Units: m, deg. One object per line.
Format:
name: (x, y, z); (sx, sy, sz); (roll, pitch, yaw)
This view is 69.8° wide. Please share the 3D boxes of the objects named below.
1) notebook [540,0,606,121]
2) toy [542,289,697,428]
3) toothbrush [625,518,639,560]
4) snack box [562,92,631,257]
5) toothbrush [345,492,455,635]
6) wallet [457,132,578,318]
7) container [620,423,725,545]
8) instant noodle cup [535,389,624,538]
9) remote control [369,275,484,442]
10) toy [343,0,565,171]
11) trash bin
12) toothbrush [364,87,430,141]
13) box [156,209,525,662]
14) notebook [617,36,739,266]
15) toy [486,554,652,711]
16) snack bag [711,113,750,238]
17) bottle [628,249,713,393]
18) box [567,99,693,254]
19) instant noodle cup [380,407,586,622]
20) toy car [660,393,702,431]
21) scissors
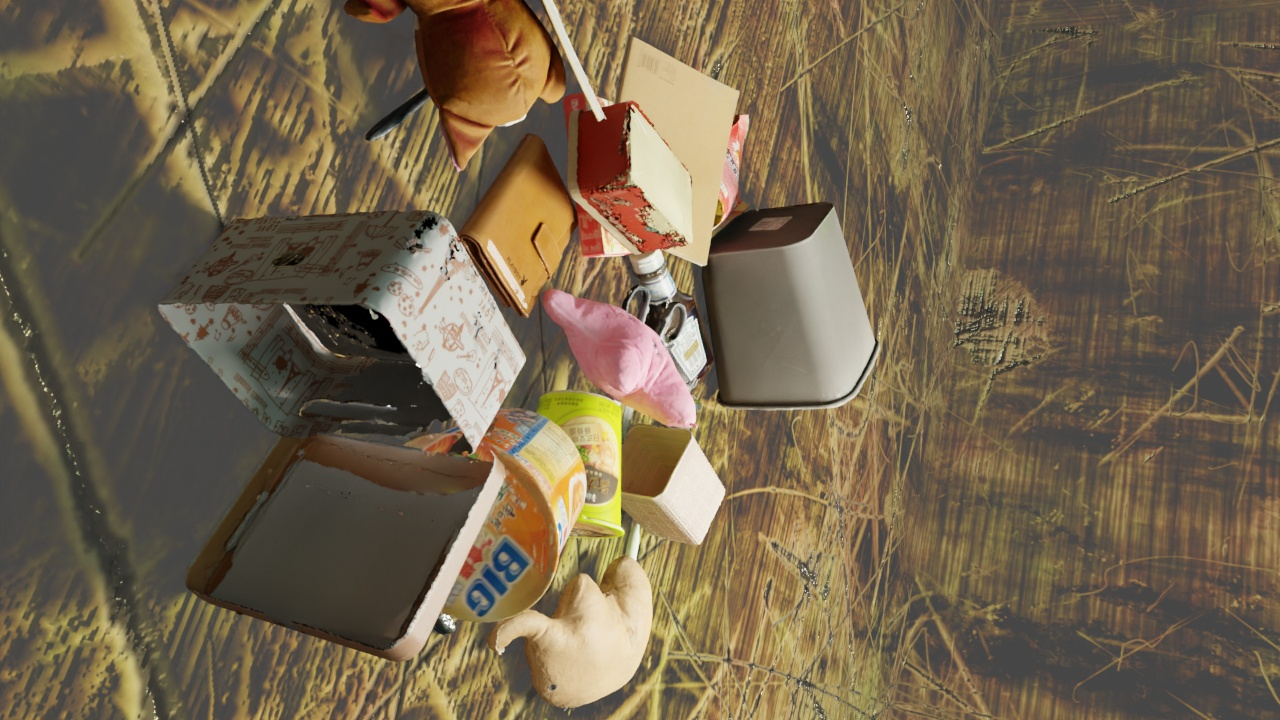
notebook: (-0.079, -0.297, 0.726); (0.206, 0.010, 0.146); (-110, 174, -45)
toy: (-0.005, 0.005, 0.886); (0.075, 0.178, 0.194); (-46, 162, 9)
toothbrush: (-0.008, 0.224, 1.059); (0.029, 0.020, 0.189); (64, 37, -74)
snack box: (-0.041, -0.178, 0.892); (0.075, 0.025, 0.153); (-21, 105, -68)
toothbrush: (-0.188, 0.161, 0.723); (0.014, 0.017, 0.189); (-64, 144, -43)
wallet: (-0.104, -0.119, 0.817); (0.131, 0.031, 0.108); (-64, 144, -32)
container: (0.029, 0.141, 1.018); (0.111, 0.090, 0.089); (55, 53, -38)
instant noodle cup: (-0.064, 0.096, 0.856); (0.111, 0.112, 0.123); (38, 53, -57)
remote control: (-0.166, -0.008, 0.729); (0.058, 0.021, 0.149); (57, 46, -49)
toy: (-0.134, -0.250, 0.654); (0.140, 0.130, 0.200); (-40, 123, -17)
trash bin: (0.188, -0.075, 1.206); (0.198, 0.199, 0.220); (-47, 127, -50)
toothbrush: (-0.157, -0.212, 0.717); (0.180, 0.016, 0.018); (-56, 149, -43)
box: (-0.190, 0.031, 0.528); (0.204, 0.181, 0.158); (-66, 148, -31)
notebook: (0.031, -0.226, 0.997); (0.149, 0.012, 0.211); (17, 78, -32)
toy: (-0.063, 0.279, 0.915); (0.225, 0.083, 0.143); (-2, 91, -58)
snack bag: (0.097, -0.220, 1.140); (0.207, 0.073, 0.129); (-51, 141, -54)
bottle: (0.032, -0.051, 1.063); (0.079, 0.044, 0.195); (-51, 137, -31)
box: (0.002, -0.165, 0.855); (0.168, 0.077, 0.091); (31, 56, -64)
instant noodle cup: (-0.116, 0.109, 0.716); (0.111, 0.151, 0.151); (-44, 133, -68)
toy car: (0.046, 0.079, 1.110); (0.035, 0.042, 0.090); (28, 63, -11)
scissors: (0.000, 0.001, 1.002); (0.165, 0.014, 0.163); (-29, 114, -30)
